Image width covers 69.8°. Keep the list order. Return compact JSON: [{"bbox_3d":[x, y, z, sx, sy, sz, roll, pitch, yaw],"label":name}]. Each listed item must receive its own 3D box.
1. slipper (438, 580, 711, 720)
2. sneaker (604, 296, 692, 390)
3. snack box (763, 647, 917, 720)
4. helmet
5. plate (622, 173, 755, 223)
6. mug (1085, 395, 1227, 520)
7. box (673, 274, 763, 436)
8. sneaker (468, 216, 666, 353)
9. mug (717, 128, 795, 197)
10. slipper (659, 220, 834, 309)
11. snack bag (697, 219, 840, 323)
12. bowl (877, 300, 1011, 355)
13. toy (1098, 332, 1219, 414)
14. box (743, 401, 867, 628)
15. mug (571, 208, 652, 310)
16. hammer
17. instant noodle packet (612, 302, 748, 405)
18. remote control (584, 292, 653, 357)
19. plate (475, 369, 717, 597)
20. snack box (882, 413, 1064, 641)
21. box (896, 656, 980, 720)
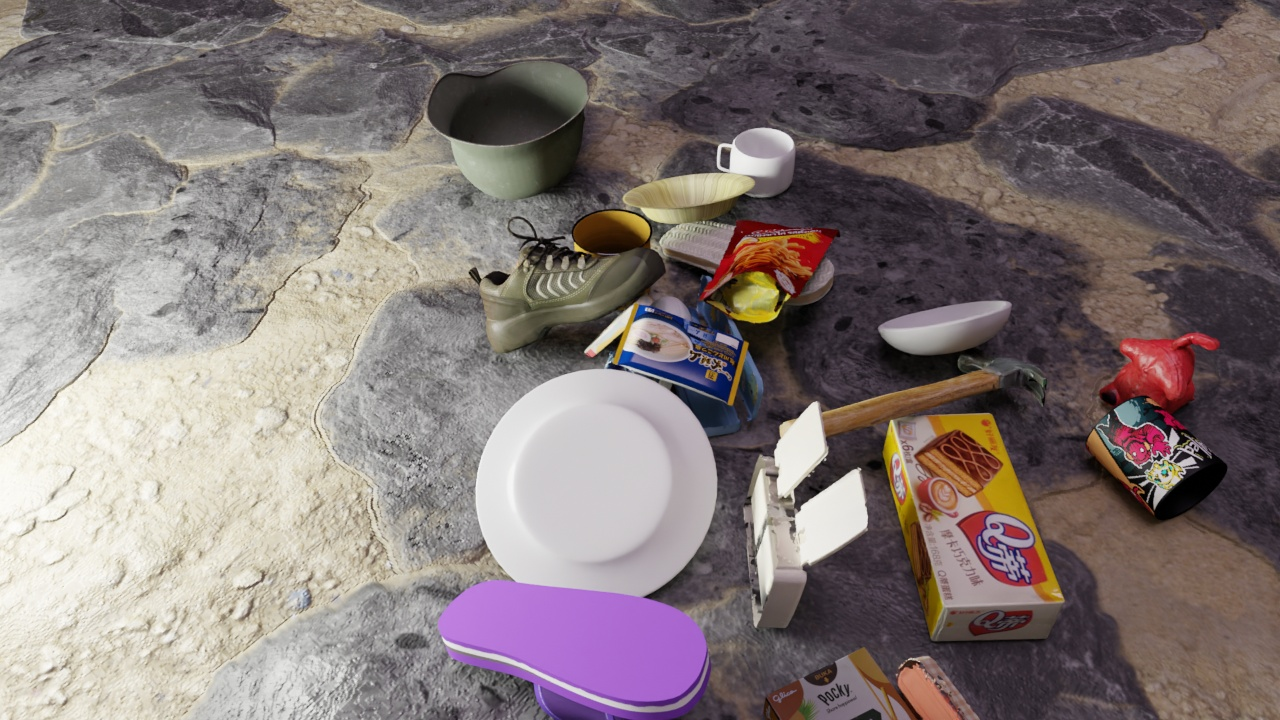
[{"bbox_3d":[-0.053,0.265,0.795,0.267,0.084,0.107,2,28,32],"label":"slipper"},{"bbox_3d":[-0.006,0.006,1.032,0.088,0.079,0.234,-16,41,33],"label":"sneaker"},{"bbox_3d":[0.192,0.335,0.739,0.101,0.032,0.186,-20,47,-17],"label":"snack box"},{"bbox_3d":[-0.177,-0.332,1.347,0.227,0.154,0.267,14,51,14],"label":"helmet"},{"bbox_3d":[0.069,-0.222,1.289,0.184,0.036,0.184,-7,24,3],"label":"plate"},{"bbox_3d":[0.537,0.099,0.941,0.117,0.082,0.098,1,39,-31],"label":"mug"},{"bbox_3d":[0.072,-0.009,1.069,0.073,0.086,0.208,-2,42,-17],"label":"box"},{"bbox_3d":[-0.095,-0.113,1.077,0.238,0.143,0.100,-20,12,18],"label":"sneaker"},{"bbox_3d":[0.169,-0.293,1.356,0.116,0.068,0.094,12,46,14],"label":"mug"},{"bbox_3d":[0.134,-0.121,1.197,0.114,0.052,0.263,-38,44,-27],"label":"slipper"},{"bbox_3d":[0.156,-0.118,1.112,0.139,0.067,0.207,3,30,24],"label":"snack bag"},{"bbox_3d":[0.357,-0.033,1.071,0.149,0.043,0.149,-13,7,1],"label":"bowl"},{"bbox_3d":[0.577,0.006,0.999,0.094,0.133,0.088,-12,55,-23],"label":"toy"},{"bbox_3d":[0.140,0.143,0.836,0.058,0.188,0.144,10,47,-11],"label":"box"},{"bbox_3d":[-0.030,-0.120,1.168,0.100,0.094,0.123,-18,45,-17],"label":"mug"},{"bbox_3d":[0.287,0.042,0.955,0.329,0.033,0.132,-12,21,-28],"label":"hammer"},{"bbox_3d":[0.045,-0.008,0.991,0.134,0.026,0.086,20,55,-1],"label":"instant noodle packet"},{"bbox_3d":[-0.027,-0.041,1.081,0.018,0.126,0.038,44,50,-5],"label":"remote control"},{"bbox_3d":[-0.046,0.120,0.907,0.242,0.016,0.242,-3,69,6],"label":"plate"},{"bbox_3d":[0.317,0.156,0.896,0.110,0.062,0.229,-2,44,1],"label":"snack box"},{"bbox_3d":[0.274,0.320,0.728,0.056,0.071,0.187,-45,50,12],"label":"box"}]
